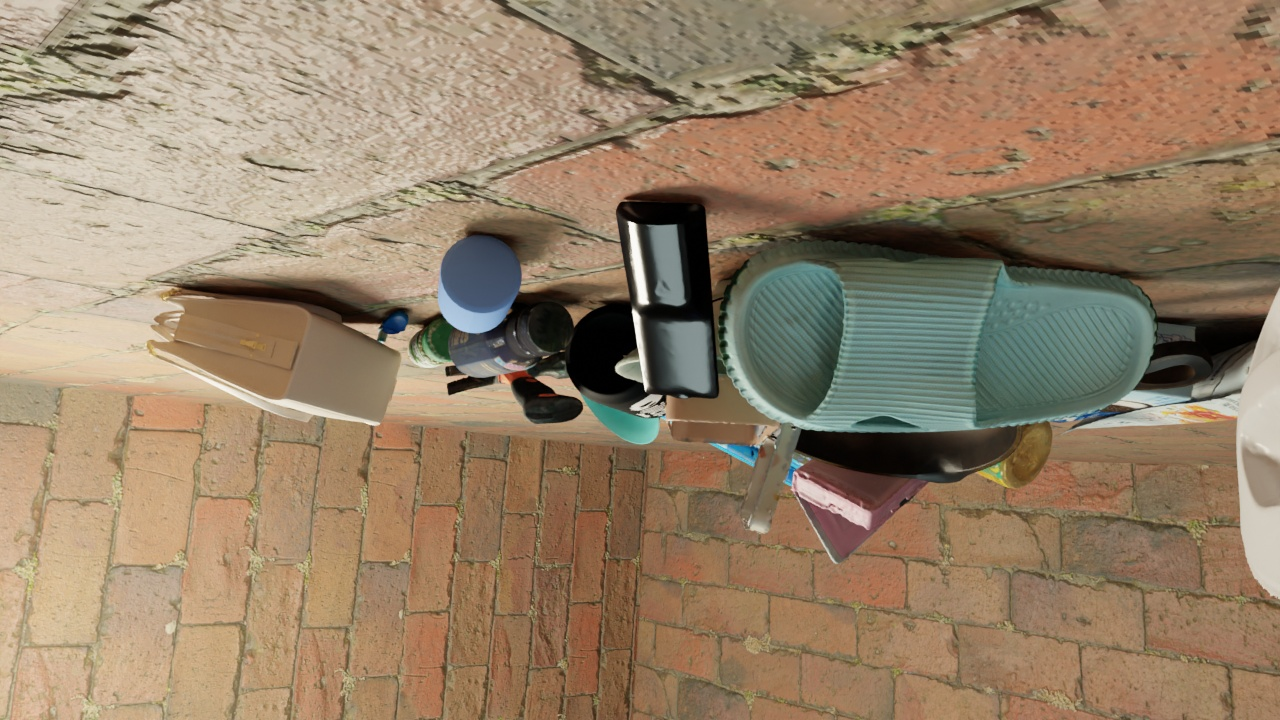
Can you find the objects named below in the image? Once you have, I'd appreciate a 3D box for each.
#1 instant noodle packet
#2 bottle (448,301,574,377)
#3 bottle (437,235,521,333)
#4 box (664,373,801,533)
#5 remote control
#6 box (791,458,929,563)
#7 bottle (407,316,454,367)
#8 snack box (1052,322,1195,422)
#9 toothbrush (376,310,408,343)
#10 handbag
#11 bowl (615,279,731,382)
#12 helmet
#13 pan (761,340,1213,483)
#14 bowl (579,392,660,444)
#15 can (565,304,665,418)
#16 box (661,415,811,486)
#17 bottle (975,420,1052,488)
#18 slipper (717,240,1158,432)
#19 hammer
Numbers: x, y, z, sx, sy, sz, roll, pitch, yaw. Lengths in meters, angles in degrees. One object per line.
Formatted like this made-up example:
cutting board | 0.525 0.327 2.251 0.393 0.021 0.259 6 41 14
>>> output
instant noodle packet | 0.458 0.028 0.748 0.147 0.057 0.269 -20 169 -1
bottle | -0.107 -0.018 0.749 0.056 0.056 0.161 8 171 -30
bottle | -0.107 -0.043 0.597 0.048 0.048 0.131 5 172 -13
box | 0.060 0.057 0.666 0.108 0.095 0.216 29 175 7
remote control | 0.017 -0.026 0.500 0.045 0.021 0.141 5 139 13
box | 0.254 0.109 0.917 0.099 0.099 0.232 25 -138 39
bottle | -0.194 -0.015 0.871 0.042 0.042 0.110 7 173 -24
snack box | 0.367 0.014 0.752 0.059 0.059 0.226 7 173 4
toothbrush | -0.234 -0.031 0.860 0.021 0.016 0.132 17 168 -20
handbag | -0.350 -0.009 0.838 0.198 0.101 0.194 13 172 12
bowl | 0.071 -0.018 0.621 0.174 0.068 0.174 2 171 0
helmet | 0.363 0.019 0.328 0.282 0.183 0.224 14 174 -22
pan | 0.231 0.017 0.695 0.248 0.043 0.357 35 149 -32
bowl | -0.012 0.025 0.964 0.046 0.121 0.121 -39 -162 -32
can | -0.005 0.005 0.775 0.080 0.080 0.146 2 172 16
box | 0.103 0.077 1.003 0.244 0.063 0.174 26 -175 33
bottle | 0.269 0.049 0.851 0.068 0.068 0.210 10 -169 -38
slipper | 0.179 -0.005 0.514 0.276 0.116 0.069 1 -159 -12
hammer | -0.104 0.023 0.834 0.133 0.033 0.333 -5 -174 -14
